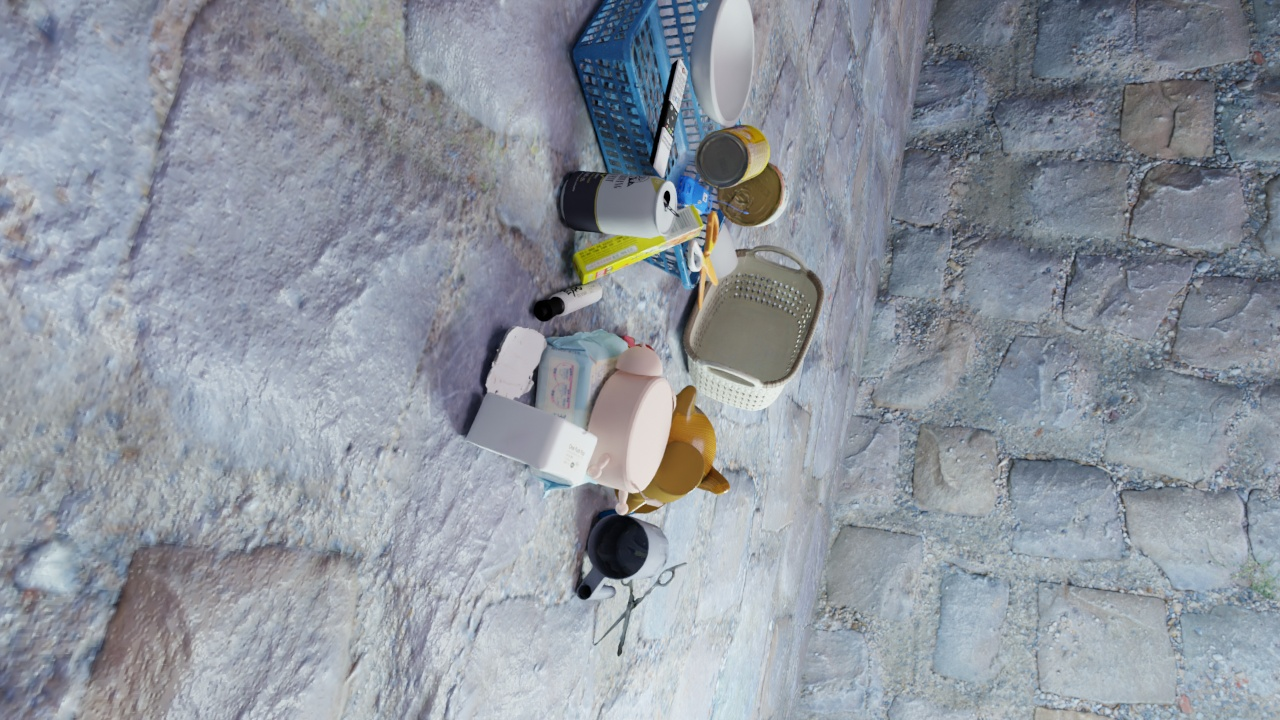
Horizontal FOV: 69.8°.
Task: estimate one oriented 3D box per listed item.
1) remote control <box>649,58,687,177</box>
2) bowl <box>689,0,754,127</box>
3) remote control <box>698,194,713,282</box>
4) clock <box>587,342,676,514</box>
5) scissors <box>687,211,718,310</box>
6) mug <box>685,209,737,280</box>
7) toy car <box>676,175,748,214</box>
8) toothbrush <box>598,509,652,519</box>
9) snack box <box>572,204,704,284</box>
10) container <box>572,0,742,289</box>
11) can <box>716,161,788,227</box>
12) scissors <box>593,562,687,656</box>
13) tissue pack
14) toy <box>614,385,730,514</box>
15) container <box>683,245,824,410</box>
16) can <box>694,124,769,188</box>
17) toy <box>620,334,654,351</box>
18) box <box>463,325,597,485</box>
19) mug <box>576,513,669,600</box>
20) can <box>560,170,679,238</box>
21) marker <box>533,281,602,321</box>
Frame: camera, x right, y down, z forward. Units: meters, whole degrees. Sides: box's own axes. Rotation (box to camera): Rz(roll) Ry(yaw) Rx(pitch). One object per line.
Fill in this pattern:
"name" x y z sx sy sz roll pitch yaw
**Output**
"remote control" 0.029 -0.257 0.973 0.028 0.012 0.124 33 67 -65
"bowl" 0.086 -0.342 1.037 0.149 0.043 0.149 10 90 -68
"remote control" 0.097 -0.188 1.402 0.033 0.013 0.137 -42 138 -57
"clock" 0.000 0.077 1.005 0.131 0.086 0.160 64 35 -59
"scissors" 0.079 -0.124 1.147 0.127 0.011 0.125 -16 113 -65
"mug" 0.100 -0.185 1.344 0.107 0.071 0.089 -72 149 -45
"toy car" 0.083 -0.186 1.063 0.092 0.062 0.033 17 83 -67
"toothbrush" -0.018 0.210 1.273 0.167 0.014 0.014 14 51 -65
"snack box" -0.003 -0.129 1.022 0.040 0.148 0.029 124 -58 -80
"container" 0.032 -0.296 1.099 0.363 0.089 0.256 71 36 -49
"can" 0.144 -0.213 1.170 0.043 0.086 0.086 -17 114 -66
"scissors" -0.002 0.326 1.245 0.014 0.174 0.141 43 20 -25
"tissue pack" -0.070 0.059 1.022 0.112 0.070 0.182 -13 112 -66
"toy" 0.018 0.125 1.175 0.162 0.198 0.203 -53 172 -14
"container" 0.171 -0.044 1.425 0.143 0.184 0.245 94 20 -59
"can" 0.110 -0.244 1.093 0.104 0.068 0.068 -39 134 -63
"toy" -0.007 0.007 1.175 0.103 0.046 0.084 18 52 -60
"box" -0.102 0.037 0.912 0.136 0.126 0.108 -67 157 -10
"mug" -0.025 0.265 1.212 0.124 0.084 0.104 -55 157 -1
"can" -0.018 -0.166 0.979 0.064 0.127 0.064 10 89 -68
"marker" -0.080 -0.065 1.006 0.125 0.025 0.025 -31 127 -62
